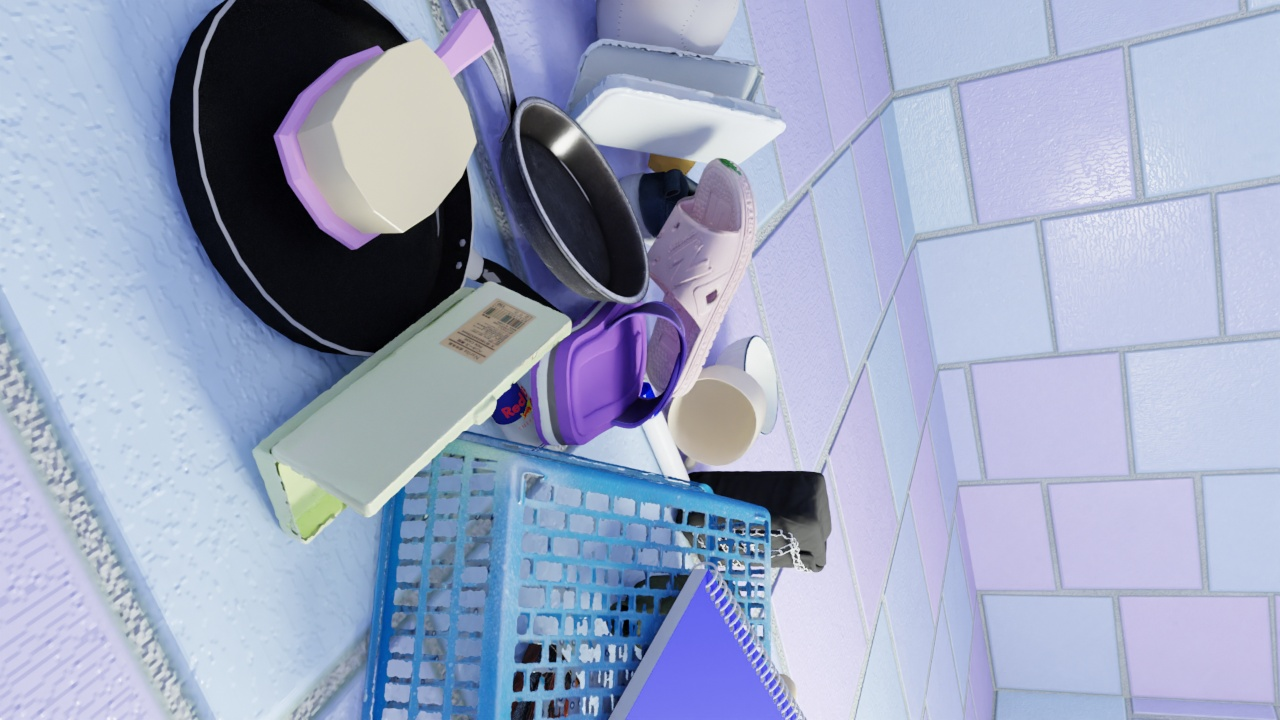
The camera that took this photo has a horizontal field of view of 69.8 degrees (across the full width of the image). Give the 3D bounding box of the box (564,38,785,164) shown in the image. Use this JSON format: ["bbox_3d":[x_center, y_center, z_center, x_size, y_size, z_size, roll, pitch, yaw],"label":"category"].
[{"bbox_3d":[0.035,-0.221,0.857,0.215,0.083,0.123,-6,134,-32],"label":"box"}]

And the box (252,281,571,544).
[{"bbox_3d":[-0.130,0.033,0.542,0.187,0.091,0.084,-45,158,-43],"label":"box"}]

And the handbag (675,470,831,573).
[{"bbox_3d":[0.124,0.190,0.970,0.125,0.154,0.114,65,28,-41],"label":"handbag"}]

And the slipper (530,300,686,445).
[{"bbox_3d":[-0.005,0.005,0.772,0.266,0.084,0.107,-38,125,-72],"label":"slipper"}]

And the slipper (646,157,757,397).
[{"bbox_3d":[0.041,-0.074,0.876,0.064,0.094,0.240,2,117,-32],"label":"slipper"}]

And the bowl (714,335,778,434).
[{"bbox_3d":[0.117,0.032,1.091,0.118,0.062,0.118,25,61,-61],"label":"bowl"}]

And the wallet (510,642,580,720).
[{"bbox_3d":[-0.083,0.275,0.678,0.122,0.019,0.072,-67,145,-45],"label":"wallet"}]

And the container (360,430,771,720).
[{"bbox_3d":[-0.019,0.194,0.667,0.361,0.089,0.256,20,66,-48],"label":"container"}]

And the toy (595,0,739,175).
[{"bbox_3d":[0.036,-0.332,0.919,0.267,0.141,0.246,32,83,-56],"label":"toy"}]

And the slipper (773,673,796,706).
[{"bbox_3d":[0.090,0.363,0.935,0.079,0.111,0.261,63,21,8],"label":"slipper"}]

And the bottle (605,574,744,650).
[{"bbox_3d":[0.031,0.237,0.859,0.206,0.072,0.071,22,65,-61],"label":"bottle"}]

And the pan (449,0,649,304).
[{"bbox_3d":[-0.093,-0.194,0.726,0.357,0.055,0.186,55,25,-23],"label":"pan"}]

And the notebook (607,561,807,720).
[{"bbox_3d":[0.056,0.277,0.651,0.171,0.022,0.209,-52,122,-41],"label":"notebook"}]

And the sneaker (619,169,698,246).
[{"bbox_3d":[0.061,-0.147,0.991,0.235,0.087,0.089,21,65,-60],"label":"sneaker"}]

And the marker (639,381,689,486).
[{"bbox_3d":[0.019,0.079,0.924,0.023,0.027,0.133,-66,143,-46],"label":"marker"}]

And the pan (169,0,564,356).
[{"bbox_3d":[-0.150,-0.089,0.608,0.356,0.034,0.225,39,50,-55],"label":"pan"}]

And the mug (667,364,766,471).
[{"bbox_3d":[0.082,0.063,0.990,0.120,0.096,0.099,-63,171,18],"label":"mug"}]

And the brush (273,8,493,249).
[{"bbox_3d":[-0.134,-0.162,0.566,0.089,0.043,0.228,63,35,-35],"label":"brush"}]

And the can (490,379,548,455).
[{"bbox_3d":[-0.099,0.033,0.687,0.095,0.032,0.032,61,34,-39],"label":"can"}]
